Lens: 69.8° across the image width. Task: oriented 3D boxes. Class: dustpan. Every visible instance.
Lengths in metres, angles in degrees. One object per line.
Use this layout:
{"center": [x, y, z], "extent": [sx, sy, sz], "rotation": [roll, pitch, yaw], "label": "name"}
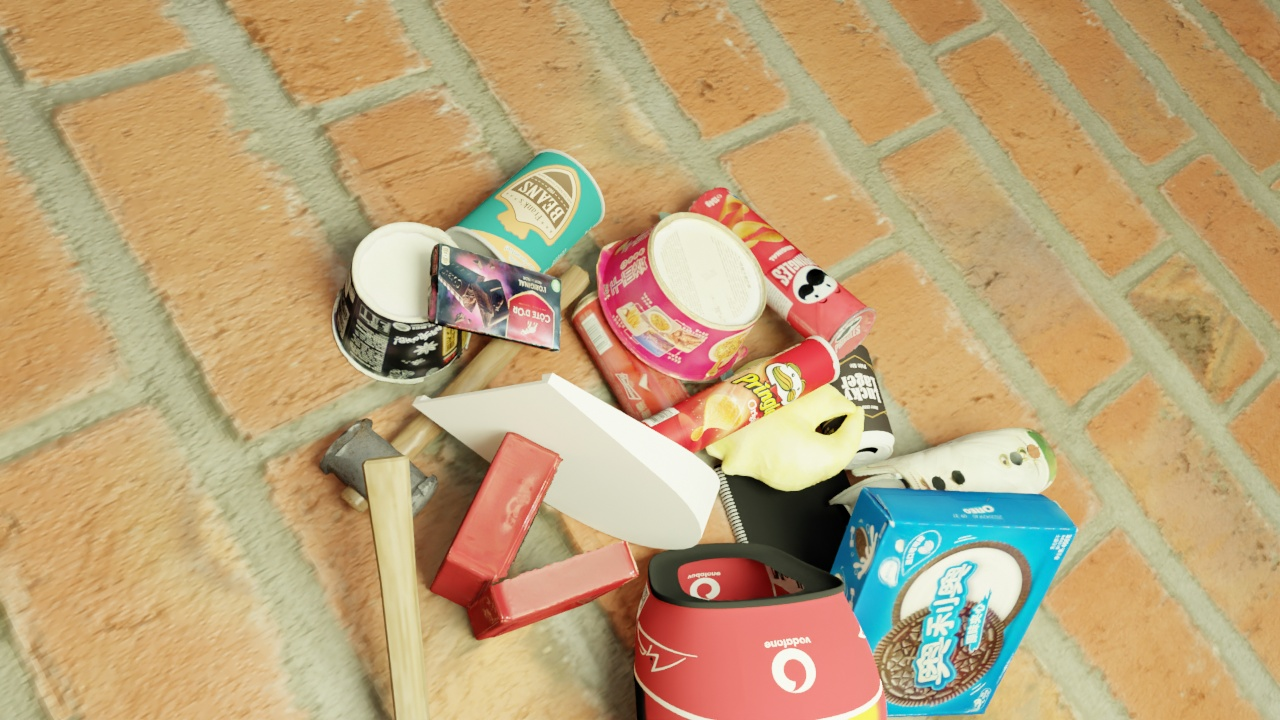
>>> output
{"center": [-0.044, 0.082, 0.814], "extent": [0.257, 0.192, 0.053], "rotation": [43, 56, -31], "label": "dustpan"}

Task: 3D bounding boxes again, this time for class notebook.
{"center": [0.173, 0.192, 0.954], "extent": [0.148, 0.016, 0.206], "rotation": [-11, 71, -24], "label": "notebook"}

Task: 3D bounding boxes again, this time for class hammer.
{"center": [-0.185, 0.237, 0.724], "extent": [0.117, 0.051, 0.323], "rotation": [-6, 91, -11], "label": "hammer"}
{"center": [-0.161, 0.017, 0.885], "extent": [0.098, 0.052, 0.327], "rotation": [40, 65, 2], "label": "hammer"}

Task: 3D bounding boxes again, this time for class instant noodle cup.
{"center": [0.052, -0.074, 0.934], "extent": [0.178, 0.078, 0.178], "rotation": [17, 54, -25], "label": "instant noodle cup"}
{"center": [-0.223, -0.060, 0.875], "extent": [0.137, 0.112, 0.137], "rotation": [7, 66, -15], "label": "instant noodle cup"}

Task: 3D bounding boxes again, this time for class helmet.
{"center": [0.092, 0.288, 0.768], "extent": [0.197, 0.271, 0.224], "rotation": [-3, 89, -11], "label": "helmet"}

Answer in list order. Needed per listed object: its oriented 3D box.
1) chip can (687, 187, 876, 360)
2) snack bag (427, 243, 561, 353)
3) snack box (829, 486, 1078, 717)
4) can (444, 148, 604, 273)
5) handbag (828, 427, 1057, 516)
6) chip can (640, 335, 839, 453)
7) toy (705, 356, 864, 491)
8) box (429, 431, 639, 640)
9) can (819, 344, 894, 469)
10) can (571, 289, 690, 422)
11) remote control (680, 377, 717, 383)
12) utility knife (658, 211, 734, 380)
{"center": [0.147, -0.099, 1.003], "extent": [0.073, 0.073, 0.233], "rotation": [-28, 59, -27], "label": "chip can"}
{"center": [-0.132, -0.056, 0.853], "extent": [0.155, 0.018, 0.074], "rotation": [13, 73, -48], "label": "snack bag"}
{"center": [0.268, 0.230, 0.856], "extent": [0.195, 0.239, 0.056], "rotation": [5, 27, -17], "label": "snack box"}
{"center": [-0.120, -0.137, 0.951], "extent": [0.099, 0.099, 0.143], "rotation": [41, 61, 2], "label": "can"}
{"center": [0.311, 0.132, 0.948], "extent": [0.198, 0.142, 0.096], "rotation": [-10, 69, -30], "label": "handbag"}
{"center": [0.096, 0.040, 0.898], "extent": [0.214, 0.052, 0.052], "rotation": [-25, 77, -22], "label": "chip can"}
{"center": [0.140, 0.065, 0.951], "extent": [0.154, 0.065, 0.170], "rotation": [-32, 50, -11], "label": "toy"}
{"center": [-0.113, 0.153, 0.793], "extent": [0.146, 0.158, 0.156], "rotation": [-19, 76, -26], "label": "box"}
{"center": [0.226, 0.047, 0.993], "extent": [0.072, 0.072, 0.128], "rotation": [3, 57, -18], "label": "can"}
{"center": [-0.006, 0.006, 0.945], "extent": [0.067, 0.067, 0.170], "rotation": [-25, 77, -26], "label": "can"}
{"center": [0.052, -0.046, 1.012], "extent": [0.049, 0.024, 0.143], "rotation": [0, 67, -19], "label": "remote control"}
{"center": [0.063, -0.070, 1.002], "extent": [0.031, 0.015, 0.224], "rotation": [-8, 64, -21], "label": "utility knife"}
